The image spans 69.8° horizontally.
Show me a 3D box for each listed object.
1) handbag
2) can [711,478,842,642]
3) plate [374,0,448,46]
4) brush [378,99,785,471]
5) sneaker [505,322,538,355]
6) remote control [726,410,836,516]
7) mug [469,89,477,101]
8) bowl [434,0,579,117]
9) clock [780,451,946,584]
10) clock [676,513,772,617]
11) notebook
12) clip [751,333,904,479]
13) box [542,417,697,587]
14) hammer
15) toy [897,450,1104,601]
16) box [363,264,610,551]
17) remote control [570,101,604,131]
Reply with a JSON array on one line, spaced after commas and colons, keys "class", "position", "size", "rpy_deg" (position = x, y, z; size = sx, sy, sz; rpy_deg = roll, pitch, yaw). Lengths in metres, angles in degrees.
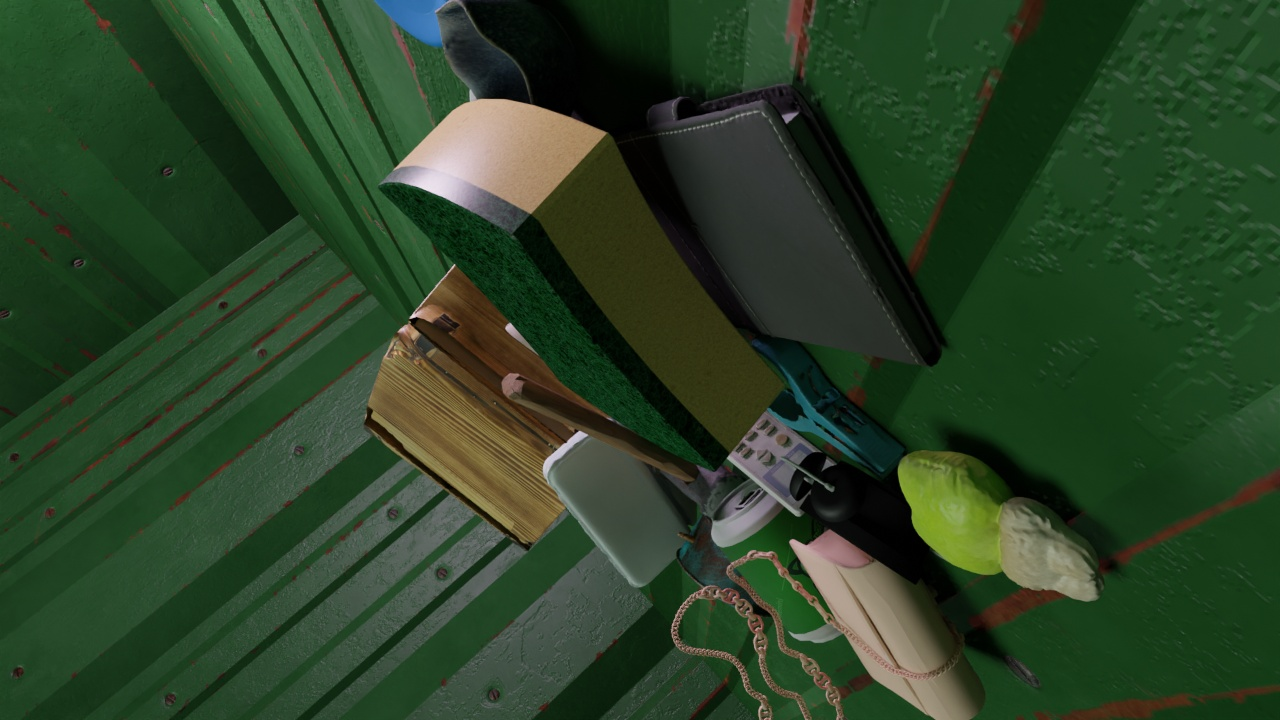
[{"class": "handbag", "position": [0.155, 0.238, 0.708], "size": [0.199, 0.187, 0.116], "rpy_deg": [57, 172, -13]}, {"class": "can", "position": [0.133, 0.173, 0.812], "size": [0.140, 0.087, 0.088], "rpy_deg": [51, 166, -5]}, {"class": "plate", "position": [-0.195, -0.326, 0.640], "size": [0.224, 0.024, 0.225], "rpy_deg": [46, 165, 15]}, {"class": "brush", "position": [-0.039, -0.048, 0.602], "size": [0.195, 0.075, 0.250], "rpy_deg": [26, 161, 51]}, {"class": "sneaker", "position": [-0.005, 0.005, 0.851], "size": [0.235, 0.079, 0.084], "rpy_deg": [35, -177, -12]}, {"class": "remote control", "position": [0.093, 0.065, 0.727], "size": [0.136, 0.050, 0.011], "rpy_deg": [39, 163, 36]}, {"class": "mug", "position": [-0.112, -0.172, 0.706], "size": [0.100, 0.084, 0.118], "rpy_deg": [132, 127, -66]}, {"class": "bowl", "position": [-0.075, -0.187, 0.575], "size": [0.110, 0.055, 0.110], "rpy_deg": [46, 166, 14]}, {"class": "clock", "position": [0.144, 0.098, 0.608], "size": [0.120, 0.042, 0.091], "rpy_deg": [33, 178, -7]}, {"class": "clock", "position": [0.109, 0.217, 0.975], "size": [0.121, 0.073, 0.157], "rpy_deg": [34, -171, 36]}, {"class": "notebook", "position": [0.059, -0.074, 0.521], "size": [0.169, 0.029, 0.209], "rpy_deg": [53, 162, -22]}, {"class": "clip", "position": [0.112, 0.020, 0.614], "size": [0.119, 0.033, 0.121], "rpy_deg": [59, 164, -20]}, {"class": "box", "position": [-0.003, 0.124, 0.990], "size": [0.084, 0.185, 0.211], "rpy_deg": [2, 133, 42]}, {"class": "hammer", "position": [-0.011, 0.075, 0.849], "size": [0.098, 0.052, 0.328], "rpy_deg": [36, -177, 42]}, {"class": "toy", "position": [0.196, 0.093, 0.504], "size": [0.115, 0.046, 0.092], "rpy_deg": [25, 154, 44]}, {"class": "box", "position": [-0.175, 0.064, 1.115], "size": [0.279, 0.220, 0.259], "rpy_deg": [39, 164, -1]}, {"class": "remote control", "position": [-0.063, -0.184, 0.641], "size": [0.124, 0.009, 0.046], "rpy_deg": [48, 166, 7]}]
